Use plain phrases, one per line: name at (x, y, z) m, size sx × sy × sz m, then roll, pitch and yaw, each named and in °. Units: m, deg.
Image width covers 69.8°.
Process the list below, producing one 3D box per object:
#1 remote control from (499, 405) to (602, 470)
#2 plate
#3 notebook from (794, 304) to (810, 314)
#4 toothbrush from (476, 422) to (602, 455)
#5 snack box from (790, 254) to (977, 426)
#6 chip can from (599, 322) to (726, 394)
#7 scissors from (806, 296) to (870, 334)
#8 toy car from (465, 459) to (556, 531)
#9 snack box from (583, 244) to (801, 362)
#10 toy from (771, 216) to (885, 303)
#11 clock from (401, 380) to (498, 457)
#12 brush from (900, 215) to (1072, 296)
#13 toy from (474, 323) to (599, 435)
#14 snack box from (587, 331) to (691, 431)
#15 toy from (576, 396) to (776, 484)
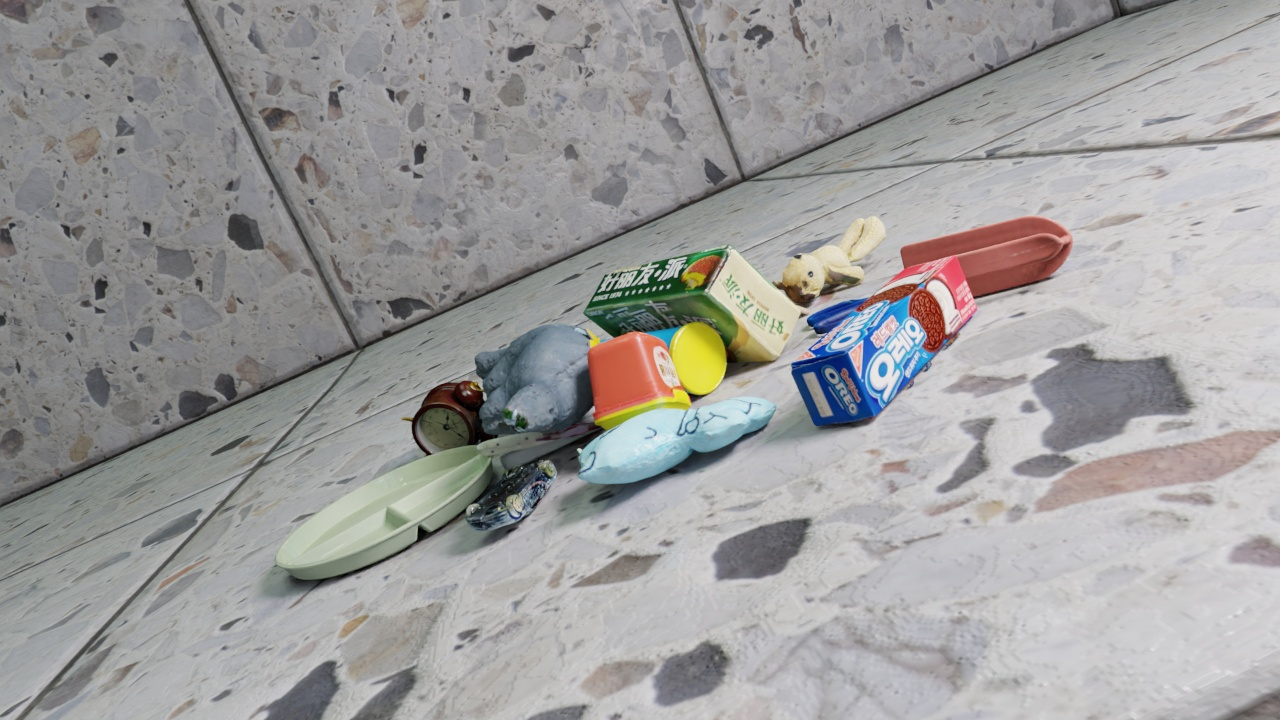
remote control at (-0.081, 0.074, 0.943) m, size 0.136 × 0.020 × 0.056 m, roll -25°, pitch 12°, yaw -5°
plate at (-0.249, 0.150, 0.915) m, size 0.230 × 0.027 × 0.230 m, roll -22°, pitch 12°, yaw 5°
notebook at (0.105, -0.089, 1.117) m, size 0.149 × 0.012 × 0.211 m, roll 14°, pitch 8°, yaw -10°
toothbrush at (-0.073, 0.069, 0.905) m, size 0.188 × 0.016 × 0.017 m, roll -13°, pitch 6°, yaw 7°
snack box at (0.202, -0.019, 0.741) m, size 0.057 × 0.058 × 0.206 m, roll -14°, pitch 15°, yaw 47°
chip can at (-0.006, 0.006, 0.973) m, size 0.071 × 0.071 × 0.211 m, roll -33°, pitch 16°, yaw -36°
scissors at (0.252, -0.067, 0.953) m, size 0.173 × 0.012 × 0.126 m, roll -27°, pitch 13°, yaw -22°
toy car at (-0.108, 0.118, 0.785) m, size 0.049 × 0.031 × 0.105 m, roll -18°, pitch 12°, yaw 26°
snack box at (0.049, -0.052, 0.988) m, size 0.241 × 0.114 × 0.063 m, roll -3°, pitch 54°, yaw 57°
toy at (0.230, -0.123, 1.097) m, size 0.157 × 0.066 × 0.105 m, roll -36°, pitch 34°, yaw -23°
clock at (-0.210, 0.068, 1.064) m, size 0.122 × 0.082 × 0.055 m, roll -21°, pitch 17°, yaw 17°
brush at (0.311, -0.090, 0.828) m, size 0.146 × 0.063 × 0.069 m, roll -13°, pitch 4°, yaw 33°
toy at (-0.099, 0.016, 0.913) m, size 0.137 × 0.091 × 0.356 m, roll -17°, pitch 12°, yaw -9°
snack box at (-0.006, 0.021, 0.838) m, size 0.082 × 0.080 × 0.091 m, roll -20°, pitch -12°, yaw 17°
toy at (0.021, 0.062, 0.747) m, size 0.157 × 0.050 × 0.161 m, roll -16°, pitch 4°, yaw 36°
